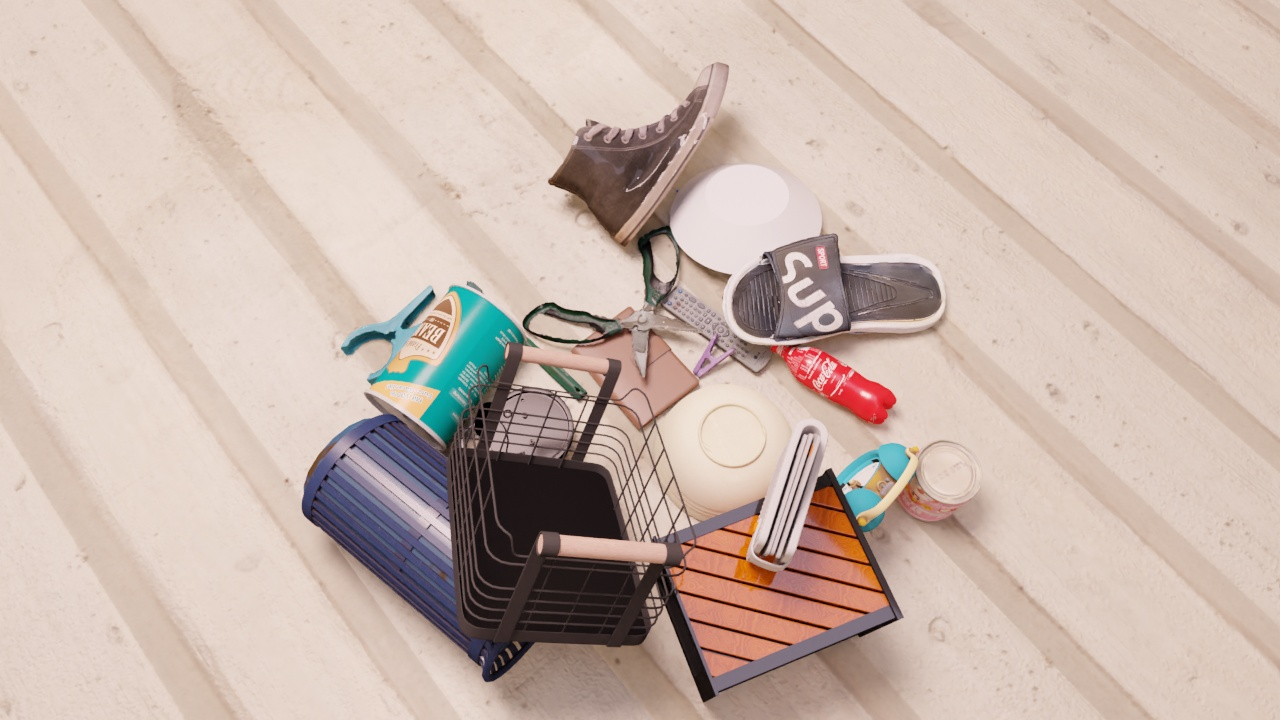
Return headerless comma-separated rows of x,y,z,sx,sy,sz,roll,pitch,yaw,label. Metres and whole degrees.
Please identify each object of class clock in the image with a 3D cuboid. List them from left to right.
-0.125,0.079,0.950,0.120,0.043,0.091,-16,69,-7,clock
0.220,0.124,0.891,0.043,0.130,0.099,43,71,-4,clock

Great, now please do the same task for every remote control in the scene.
0.085,-0.035,1.015,0.136,0.013,0.033,37,72,13,remote control

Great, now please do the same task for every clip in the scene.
-0.254,-0.014,0.997,0.130,0.030,0.120,-23,65,-9,clip
0.078,-0.001,0.995,0.029,0.013,0.050,40,95,16,clip

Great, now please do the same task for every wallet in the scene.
-0.006,0.006,0.997,0.087,0.013,0.121,-37,71,-14,wallet
0.122,0.109,0.747,0.037,0.115,0.118,19,69,7,wallet

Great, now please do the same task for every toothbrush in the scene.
-0.129,-0.024,1.007,0.190,0.017,0.016,42,72,15,toothbrush

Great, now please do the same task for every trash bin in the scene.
-0.191,0.166,0.865,0.249,0.139,0.139,35,71,15,trash bin
0.115,0.211,0.846,0.171,0.140,0.139,-20,69,-9,trash bin

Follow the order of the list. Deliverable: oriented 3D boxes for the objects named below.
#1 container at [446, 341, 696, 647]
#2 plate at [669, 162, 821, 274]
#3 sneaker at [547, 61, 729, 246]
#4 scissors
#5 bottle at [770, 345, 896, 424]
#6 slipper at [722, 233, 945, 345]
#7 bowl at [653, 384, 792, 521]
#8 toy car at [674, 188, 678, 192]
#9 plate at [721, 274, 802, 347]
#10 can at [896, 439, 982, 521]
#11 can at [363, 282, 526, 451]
-0.065,0.112,0.772,0.162,0.130,0.241,9,34,-22,container
0.120,-0.176,1.043,0.174,0.036,0.173,-2,56,2,plate
0.004,-0.257,1.033,0.120,0.095,0.235,36,93,-7,sneaker
-0.031,-0.067,1.019,0.206,0.015,0.201,-2,57,5,scissors
0.203,0.019,0.979,0.141,0.042,0.041,31,71,12,bottle
0.215,-0.076,0.981,0.263,0.063,0.111,-1,74,-17,slipper
0.090,0.086,0.933,0.151,0.075,0.150,0,68,-1,bowl
0.003,-0.232,1.090,0.092,0.033,0.062,3,80,-4,toy car
0.160,-0.078,1.027,0.131,0.025,0.131,0,68,0,plate
0.297,0.121,0.919,0.067,0.076,0.067,0,68,0,can
-0.200,0.007,0.949,0.099,0.099,0.143,31,70,11,can
